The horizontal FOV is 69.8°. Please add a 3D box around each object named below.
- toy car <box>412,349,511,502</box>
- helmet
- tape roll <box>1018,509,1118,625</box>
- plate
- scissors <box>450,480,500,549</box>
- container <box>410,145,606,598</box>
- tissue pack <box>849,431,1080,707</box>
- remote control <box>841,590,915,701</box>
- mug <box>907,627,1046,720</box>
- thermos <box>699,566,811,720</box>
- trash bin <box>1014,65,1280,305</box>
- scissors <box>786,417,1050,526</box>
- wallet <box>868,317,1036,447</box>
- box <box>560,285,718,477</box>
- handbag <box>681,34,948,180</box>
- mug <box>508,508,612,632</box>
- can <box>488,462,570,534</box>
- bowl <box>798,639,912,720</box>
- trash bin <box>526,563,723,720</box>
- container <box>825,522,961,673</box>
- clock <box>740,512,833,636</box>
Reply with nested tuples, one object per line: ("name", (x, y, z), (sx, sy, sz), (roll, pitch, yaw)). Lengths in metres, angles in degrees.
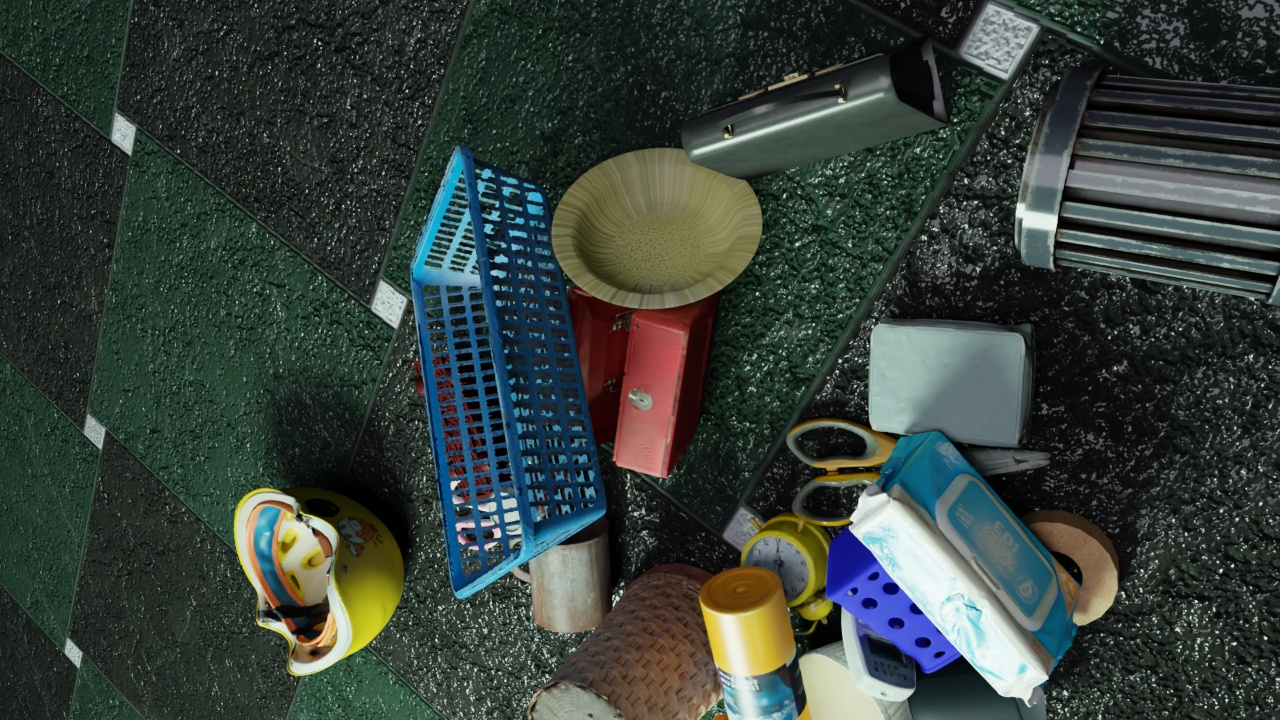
("toy car", (-0.189, 0.070, 1.024), (0.070, 0.061, 0.170), (-16, 95, 32))
("helmet", (-0.388, 0.254, 1.150), (0.240, 0.139, 0.210), (46, 122, 26))
("tape roll", (0.347, 0.174, 0.768), (0.094, 0.027, 0.094), (9, 108, 28))
("plate", (0.015, -0.111, 0.820), (0.184, 0.184, 0.036), (27, 154, 21))
("scissors", (-0.154, 0.170, 1.062), (0.179, 0.016, 0.101), (-9, 99, 32))
("container", (-0.130, 0.019, 0.855), (0.258, 0.089, 0.361), (137, 125, -58))
("tissue pack", (0.261, 0.161, 0.721), (0.209, 0.116, 0.066), (50, 135, 5))
("remote control", (0.211, 0.247, 0.818), (0.060, 0.114, 0.028), (19, 127, -9))
("mug", (0.288, 0.274, 0.806), (0.095, 0.085, 0.121), (-20, 65, 32))
("thermos", (0.109, 0.309, 0.857), (0.092, 0.076, 0.233), (2, 114, 41))
("trash bin", (0.379, -0.111, 0.596), (0.228, 0.163, 0.164), (16, 111, 29))
("scissors", (0.237, 0.083, 0.808), (0.229, 0.016, 0.114), (-13, 79, 23))
("wallet", (0.257, 0.015, 0.762), (0.132, 0.054, 0.100), (6, 99, 31))
("box", (0.015, 0.010, 0.854), (0.127, 0.136, 0.157), (19, 114, 33))
("handbag", (0.119, -0.188, 0.696), (0.176, 0.195, 0.072), (-10, 98, 31))
("mug", (-0.091, 0.225, 0.993), (0.123, 0.096, 0.110), (3, 101, 22))
("can", (-0.116, 0.145, 0.983), (0.054, 0.096, 0.054), (8, 108, 28))
("bowl", (0.205, 0.309, 0.851), (0.115, 0.062, 0.115), (35, 137, 41))
("trash bin", (0.002, 0.310, 0.896), (0.151, 0.209, 0.151), (8, 108, 27))
("container", (0.228, 0.191, 0.786), (0.113, 0.084, 0.085), (37, 122, -8))
("clock", (0.142, 0.204, 0.875), (0.083, 0.057, 0.119), (-6, 94, 30))
